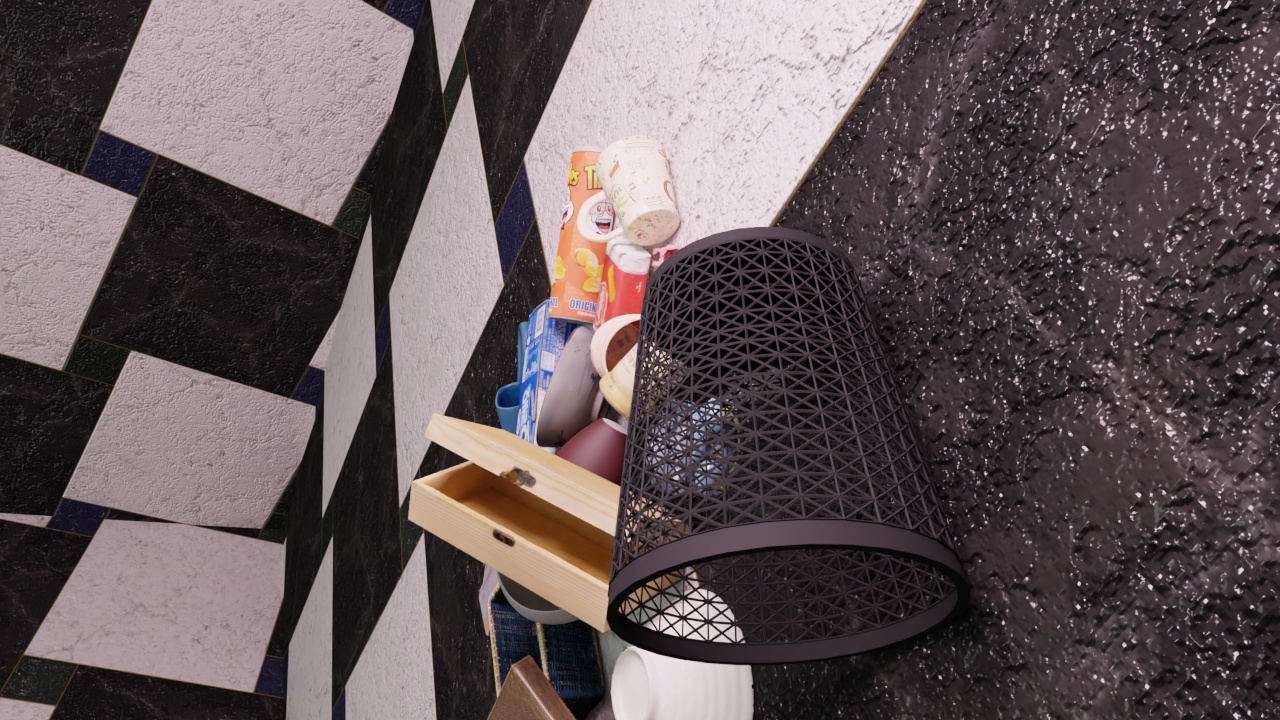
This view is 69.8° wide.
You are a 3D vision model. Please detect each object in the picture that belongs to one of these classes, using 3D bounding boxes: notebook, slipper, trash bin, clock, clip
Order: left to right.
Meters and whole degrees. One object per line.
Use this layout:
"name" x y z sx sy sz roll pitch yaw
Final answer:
"slipper" -0.169 0.051 1.250 0.104 0.059 0.214 -131 45 -71
"notebook" -0.072 0.407 0.906 0.215 0.034 0.191 46 127 29
"clip" 0.029 -0.115 0.978 0.059 0.022 0.038 -173 88 -65
"clock" 0.053 0.079 0.836 0.125 0.051 0.088 -16 66 60
"trash bin" 0.085 0.054 0.626 0.218 0.216 0.242 -48 35 47

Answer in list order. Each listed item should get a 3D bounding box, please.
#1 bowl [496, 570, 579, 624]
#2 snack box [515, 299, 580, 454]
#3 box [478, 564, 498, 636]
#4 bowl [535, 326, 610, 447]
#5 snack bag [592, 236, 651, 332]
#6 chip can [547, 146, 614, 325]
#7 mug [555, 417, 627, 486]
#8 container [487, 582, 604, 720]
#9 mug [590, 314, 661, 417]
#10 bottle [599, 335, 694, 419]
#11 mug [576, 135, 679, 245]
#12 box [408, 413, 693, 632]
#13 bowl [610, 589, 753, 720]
"bowl" -0.087 0.224 0.995 0.064 0.132 0.131 80 177 -52
"snack box" -0.116 0.037 1.146 0.059 0.059 0.226 -34 46 50
"box" -0.170 0.253 1.231 0.153 0.058 0.217 -106 32 -41
"bowl" -0.064 0.038 1.040 0.150 0.057 0.150 20 -91 -81
"snack bag" -0.022 -0.076 1.029 0.077 0.036 0.116 -126 44 -62
"chip can" -0.069 -0.152 1.133 0.062 0.062 0.210 4 86 63
"mug" -0.047 0.108 1.010 0.088 0.087 0.114 -60 2 6
"container" -0.112 0.327 1.056 0.146 0.071 0.187 -57 36 39
"mug" -0.006 0.006 0.955 0.104 0.085 0.111 -157 48 -72
"bottle" 0.034 -0.016 0.852 0.162 0.056 0.056 -46 37 15
"mug" -0.017 -0.172 1.002 0.122 0.081 0.097 -25 59 13
"box" -0.084 0.133 0.884 0.249 0.140 0.123 22 115 30
"bowl" 0.021 0.291 0.809 0.178 0.070 0.177 -31 54 56
